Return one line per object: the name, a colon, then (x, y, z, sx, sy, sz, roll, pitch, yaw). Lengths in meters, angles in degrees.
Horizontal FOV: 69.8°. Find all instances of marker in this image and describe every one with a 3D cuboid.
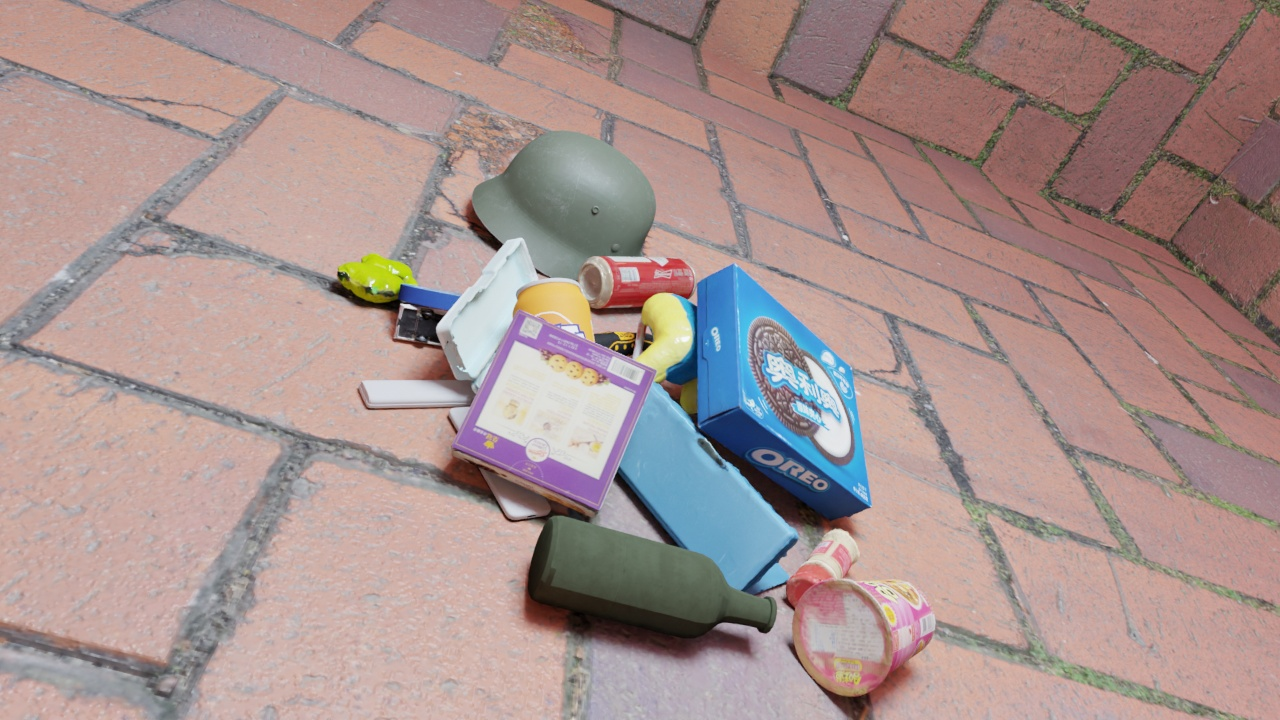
marker: (-0.006, 0.006, 1.014, 0.013, 0.013, 0.141, 19, 50, -11)

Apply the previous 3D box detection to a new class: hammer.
hammer: (0.011, -0.021, 1.104, 0.123, 0.036, 0.319, 45, 28, 22)

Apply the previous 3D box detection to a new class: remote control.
remote control: (-0.134, 0.093, 0.858, 0.045, 0.008, 0.146, -2, 40, -39)
remote control: (-0.207, 0.031, 0.897, 0.130, 0.012, 0.033, 1, 38, -37)

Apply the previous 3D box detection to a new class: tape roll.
tape roll: (-0.213, -0.066, 0.990, 0.093, 0.016, 0.091, 11, 4, 6)

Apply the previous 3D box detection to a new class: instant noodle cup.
instant noodle cup: (0.205, 0.237, 0.815, 0.108, 0.098, 0.097, 5, 35, -47)

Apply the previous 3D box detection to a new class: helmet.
helmet: (-0.076, -0.223, 1.265, 0.267, 0.154, 0.226, 29, 27, -19)

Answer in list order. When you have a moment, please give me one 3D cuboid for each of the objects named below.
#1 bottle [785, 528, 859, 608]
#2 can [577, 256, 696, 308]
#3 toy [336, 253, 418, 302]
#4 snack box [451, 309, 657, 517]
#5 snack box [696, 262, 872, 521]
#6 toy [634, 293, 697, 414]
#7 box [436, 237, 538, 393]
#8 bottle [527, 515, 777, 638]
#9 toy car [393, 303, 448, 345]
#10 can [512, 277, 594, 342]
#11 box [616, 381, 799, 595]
bottle: (0.178, 0.203, 0.889, 0.044, 0.044, 0.108, 36, 30, 17)
can: (-0.003, -0.104, 1.218, 0.169, 0.067, 0.067, -5, 41, -42)
toy: (-0.288, -0.091, 1.010, 0.094, 0.036, 0.093, 17, 25, -28)
snack box: (-0.077, 0.048, 0.840, 0.143, 0.041, 0.147, 24, 70, -3)
snack box: (0.153, 0.036, 0.982, 0.238, 0.056, 0.195, 36, 41, -34)
toy: (0.084, 0.013, 1.034, 0.214, 0.084, 0.148, 39, 37, -29)
box: (-0.138, -0.033, 0.967, 0.136, 0.049, 0.196, 56, 32, -22)
bottle: (0.014, 0.187, 0.758, 0.206, 0.072, 0.071, 18, 30, -14)
toy car: (-0.207, -0.035, 0.984, 0.113, 0.039, 0.039, 9, 12, -29)
can: (-0.084, -0.004, 0.921, 0.079, 0.079, 0.142, 2, 71, -35)
box: (0.060, 0.128, 0.906, 0.231, 0.094, 0.102, 45, 6, 32)
